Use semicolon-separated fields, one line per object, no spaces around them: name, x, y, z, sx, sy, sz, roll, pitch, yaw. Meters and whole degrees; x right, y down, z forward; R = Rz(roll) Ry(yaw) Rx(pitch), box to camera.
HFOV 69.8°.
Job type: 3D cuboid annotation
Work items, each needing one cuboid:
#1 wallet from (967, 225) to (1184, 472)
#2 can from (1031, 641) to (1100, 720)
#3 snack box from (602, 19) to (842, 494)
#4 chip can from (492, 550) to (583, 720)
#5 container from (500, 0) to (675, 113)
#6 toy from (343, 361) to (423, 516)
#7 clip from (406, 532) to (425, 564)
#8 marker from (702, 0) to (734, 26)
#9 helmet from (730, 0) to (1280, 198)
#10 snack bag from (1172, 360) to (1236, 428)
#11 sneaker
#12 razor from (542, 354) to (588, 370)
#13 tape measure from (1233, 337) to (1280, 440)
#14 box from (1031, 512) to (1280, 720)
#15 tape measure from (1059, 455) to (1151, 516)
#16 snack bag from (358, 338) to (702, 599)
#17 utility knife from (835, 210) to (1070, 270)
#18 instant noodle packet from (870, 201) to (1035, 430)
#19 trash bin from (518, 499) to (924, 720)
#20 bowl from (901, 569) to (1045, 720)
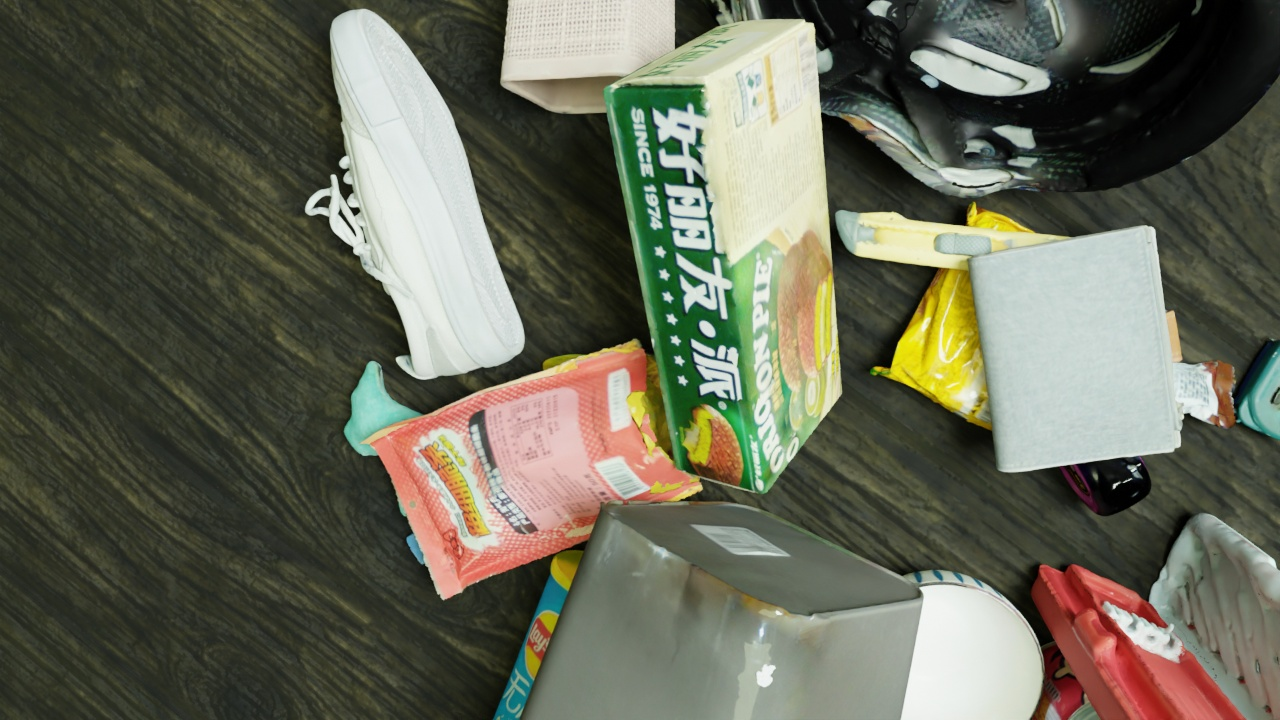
wallet;0.253;-0.006;0.531;0.107;0.037;0.130;-9;96;13
can;0.278;0.218;0.564;0.066;0.093;0.066;1;95;8
snack box;0.057;-0.054;0.512;0.063;0.114;0.240;12;128;34
chip can;-0.064;0.240;0.630;0.071;0.071;0.210;23;99;6
container;-0.029;-0.218;0.567;0.090;0.090;0.111;3;93;21
toy;-0.169;0.059;0.650;0.092;0.030;0.096;22;102;8
clip;-0.138;0.122;0.658;0.058;0.037;0.026;-30;89;13
marker;0.054;-0.228;0.595;0.018;0.015;0.124;-32;93;15
helmet;0.192;-0.223;0.493;0.274;0.156;0.231;19;138;12
snack bag;0.315;0.014;0.571;0.105;0.026;0.045;8;64;9
sneaker;-0.162;-0.102;0.608;0.091;0.089;0.242;-18;99;14
razor;-0.004;0.004;0.622;0.133;0.028;0.043;0;99;11
tape measure;0.398;0.022;0.561;0.054;0.025;0.058;27;100;6
box;0.295;0.146;0.498;0.094;0.200;0.100;21;104;3
tape measure;0.286;0.065;0.566;0.039;0.058;0.057;-30;62;8
snack bag;-0.072;0.071;0.604;0.208;0.073;0.128;-23;100;17
utility knife;0.208;-0.068;0.550;0.183;0.019;0.031;7;98;7
instant noodle packet;0.223;-0.018;0.575;0.111;0.044;0.128;30;96;11
trash bin;0.039;0.209;0.529;0.199;0.198;0.220;20;98;45
bowl;0.189;0.187;0.589;0.116;0.066;0.116;1;97;8
